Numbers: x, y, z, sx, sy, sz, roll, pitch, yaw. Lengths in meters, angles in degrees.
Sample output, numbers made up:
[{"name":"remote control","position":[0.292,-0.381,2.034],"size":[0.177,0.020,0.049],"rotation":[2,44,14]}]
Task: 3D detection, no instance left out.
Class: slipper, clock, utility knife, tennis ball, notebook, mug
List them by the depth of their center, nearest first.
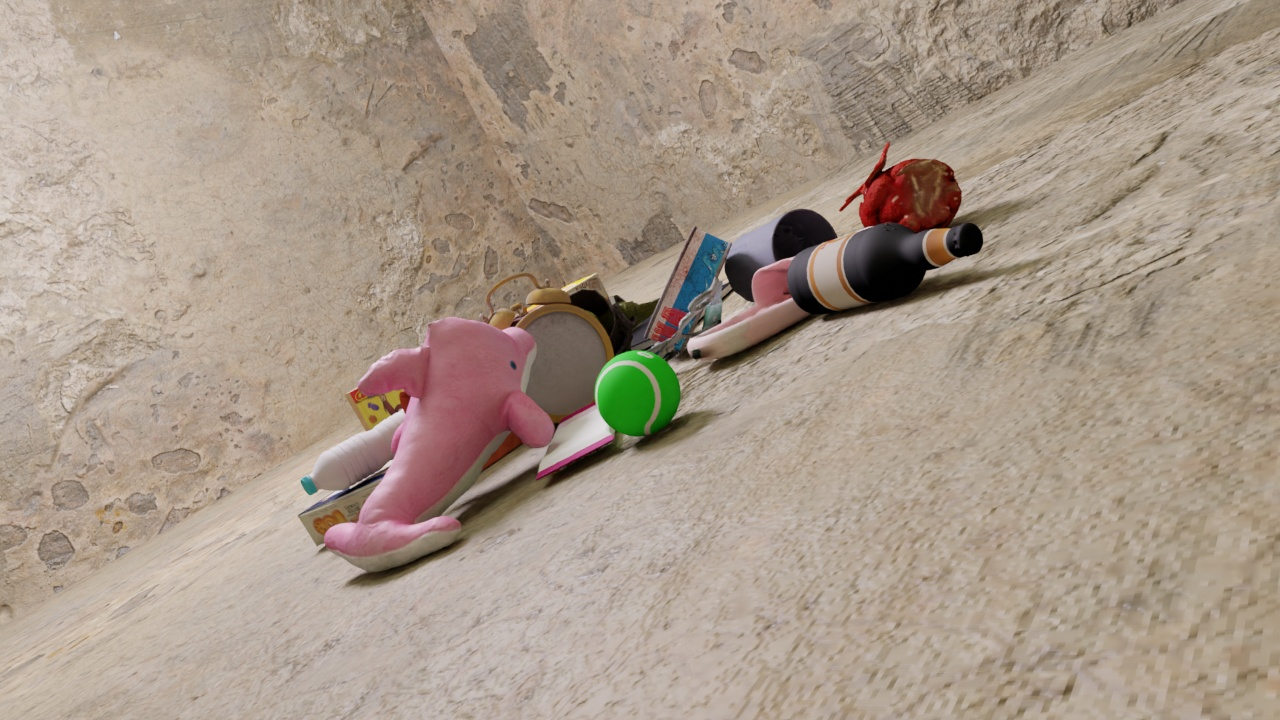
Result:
[{"name":"tennis ball","position":[-0.002,0.025,0.695],"size":[0.065,0.065,0.065],"rotation":[-27,8,4]},{"name":"slipper","position":[0.133,-0.065,0.853],"size":[0.221,0.055,0.107],"rotation":[-33,8,-18]},{"name":"utility knife","position":[0.071,-0.051,0.903],"size":[0.022,0.015,0.165],"rotation":[-23,-16,-5]},{"name":"clock","position":[-0.104,-0.011,0.933],"size":[0.116,0.159,0.081],"rotation":[-32,15,-26]},{"name":"mug","position":[0.166,-0.109,0.984],"size":[0.123,0.084,0.104],"rotation":[-5,-4,-24]},{"name":"notebook","position":[0.033,-0.048,1.228],"size":[0.149,0.016,0.206],"rotation":[-22,10,28]}]

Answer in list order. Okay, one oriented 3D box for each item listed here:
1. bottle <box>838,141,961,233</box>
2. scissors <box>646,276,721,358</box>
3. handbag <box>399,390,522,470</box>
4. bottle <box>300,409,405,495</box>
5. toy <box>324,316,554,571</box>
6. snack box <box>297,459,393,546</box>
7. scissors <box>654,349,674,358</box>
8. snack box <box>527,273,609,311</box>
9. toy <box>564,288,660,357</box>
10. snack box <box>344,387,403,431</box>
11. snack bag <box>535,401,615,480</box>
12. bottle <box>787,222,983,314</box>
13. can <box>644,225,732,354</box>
[{"name":"bottle","position":[0.255,-0.158,0.894],"size":[0.099,0.099,0.111],"rotation":[-27,3,8]},{"name":"scissors","position":[0.036,-0.025,0.872],"size":[0.141,0.014,0.176],"rotation":[-18,-24,-42]},{"name":"handbag","position":[-0.159,0.040,0.967],"size":[0.171,0.109,0.060],"rotation":[-34,10,-39]},{"name":"bottle","position":[-0.282,0.096,0.941],"size":[0.136,0.044,0.044],"rotation":[-31,9,-32]},{"name":"toy","position":[-0.175,0.049,0.769],"size":[0.187,0.128,0.264],"rotation":[-9,40,37]},{"name":"snack box","position":[-0.265,0.131,0.983],"size":[0.145,0.042,0.144],"rotation":[-23,9,27]},{"name":"scissors","position":[-0.004,0.005,1.002],"size":[0.125,0.019,0.154],"rotation":[-20,10,47]},{"name":"snack box","position":[-0.112,-0.027,1.237],"size":[0.062,0.110,0.229],"rotation":[-19,12,34]},{"name":"toy","position":[-0.057,-0.025,1.069],"size":[0.179,0.078,0.152],"rotation":[-34,-15,7]},{"name":"snack box","position":[-0.289,0.074,1.127],"size":[0.088,0.126,0.040],"rotation":[-31,9,-25]},{"name":"snack bag","position":[-0.047,0.061,0.798],"size":[0.070,0.016,0.196],"rotation":[-29,8,6]},{"name":"bottle","position":[0.190,-0.077,0.718],"size":[0.059,0.059,0.182],"rotation":[-32,9,-26]},{"name":"can","position":[0.050,-0.074,0.970],"size":[0.130,0.044,0.130],"rotation":[41,-106,-89]}]
